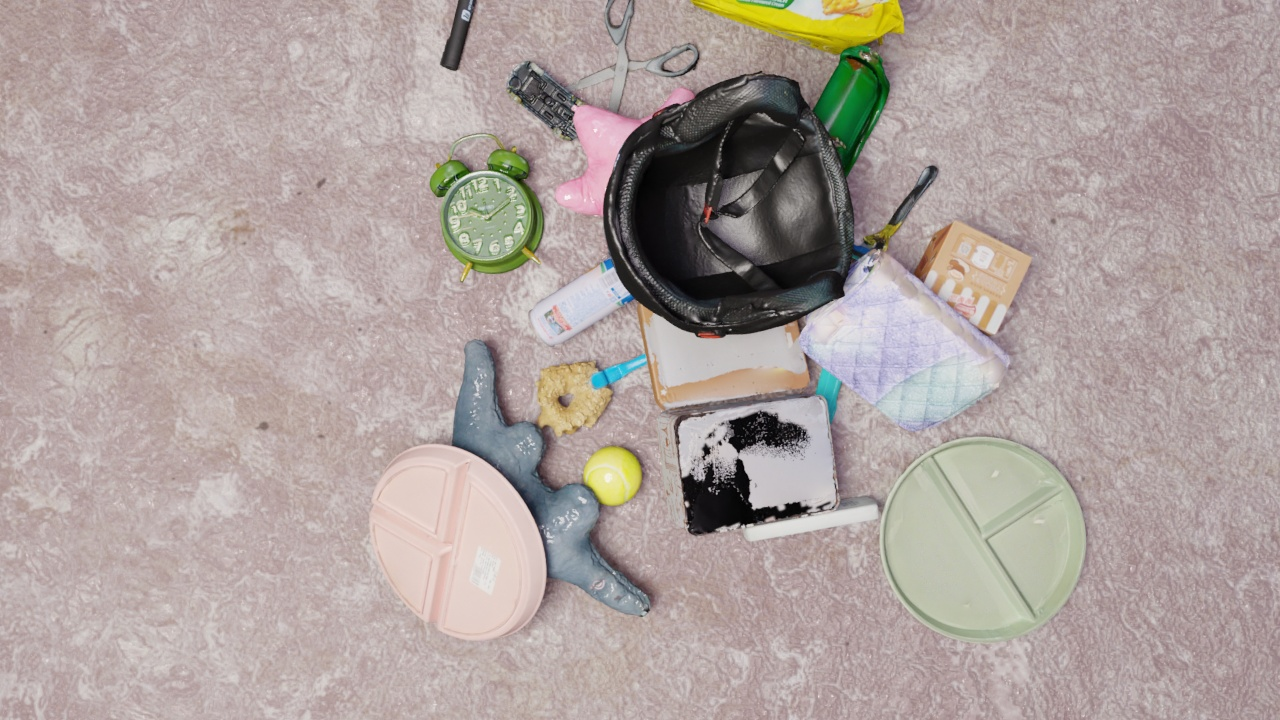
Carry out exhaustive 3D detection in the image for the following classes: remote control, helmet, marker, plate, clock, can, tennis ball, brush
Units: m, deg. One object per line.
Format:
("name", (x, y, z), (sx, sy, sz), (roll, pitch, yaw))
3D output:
("remote control", (0.187, 0.176, 1.016), (0.150, 0.058, 0.021), (-10, 91, 1))
("helmet", (0.078, -0.138, 0.906), (0.274, 0.231, 0.233), (-11, 89, -21))
("marker", (-0.203, -0.398, 1.051), (0.022, 0.020, 0.132), (15, 91, 30))
("plate", (-0.203, 0.200, 0.981), (0.230, 0.028, 0.230), (9, 110, 25))
("plate", (0.380, 0.199, 1.028), (0.230, 0.027, 0.230), (0, 89, 1))
("clock", (-0.172, -0.174, 1.028), (0.116, 0.056, 0.161), (-13, 89, 0))
("can", (-0.057, -0.068, 1.010), (0.135, 0.053, 0.053), (-30, 89, 17))
("tennis ball", (-0.031, 0.128, 1.017), (0.065, 0.065, 0.065), (0, 89, 1))
("brush", (-0.006, 0.006, 1.032), (0.254, 0.046, 0.083), (-25, 88, -4))

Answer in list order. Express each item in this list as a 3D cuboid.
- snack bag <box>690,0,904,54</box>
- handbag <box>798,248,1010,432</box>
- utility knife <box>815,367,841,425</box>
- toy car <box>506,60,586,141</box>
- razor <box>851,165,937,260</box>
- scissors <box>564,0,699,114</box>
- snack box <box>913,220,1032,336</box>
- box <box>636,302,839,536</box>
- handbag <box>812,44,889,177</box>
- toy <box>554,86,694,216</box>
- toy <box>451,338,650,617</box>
("snack bag", (0.154, -0.386, 0.981), (0.246, 0.157, 0.068), (18, 106, 1))
("handbag", (0.273, -0.020, 0.973), (0.194, 0.075, 0.135), (37, 132, -13))
("utility knife", (0.226, -0.011, 1.040), (0.029, 0.013, 0.193), (16, 91, -1))
("toy car", (-0.103, -0.294, 1.039), (0.105, 0.031, 0.049), (39, 100, 0))
("razor", (0.291, -0.163, 1.039), (0.142, 0.022, 0.043), (-51, 45, -3))
("scissors", (-0.016, -0.333, 1.052), (0.159, 0.014, 0.177), (11, 93, 4))
("snack box", (0.354, -0.086, 1.008), (0.093, 0.077, 0.094), (26, 89, 1))
("box", (0.103, 0.042, 0.989), (0.178, 0.088, 0.262), (-7, 90, -13))
("handbag", (0.219, -0.262, 0.992), (0.068, 0.120, 0.131), (28, 91, 7))
("toy", (-0.004, -0.222, 1.013), (0.194, 0.074, 0.178), (-46, 107, -4))
("toy", (-0.125, 0.152, 1.004), (0.138, 0.091, 0.356), (-36, 87, 3))
